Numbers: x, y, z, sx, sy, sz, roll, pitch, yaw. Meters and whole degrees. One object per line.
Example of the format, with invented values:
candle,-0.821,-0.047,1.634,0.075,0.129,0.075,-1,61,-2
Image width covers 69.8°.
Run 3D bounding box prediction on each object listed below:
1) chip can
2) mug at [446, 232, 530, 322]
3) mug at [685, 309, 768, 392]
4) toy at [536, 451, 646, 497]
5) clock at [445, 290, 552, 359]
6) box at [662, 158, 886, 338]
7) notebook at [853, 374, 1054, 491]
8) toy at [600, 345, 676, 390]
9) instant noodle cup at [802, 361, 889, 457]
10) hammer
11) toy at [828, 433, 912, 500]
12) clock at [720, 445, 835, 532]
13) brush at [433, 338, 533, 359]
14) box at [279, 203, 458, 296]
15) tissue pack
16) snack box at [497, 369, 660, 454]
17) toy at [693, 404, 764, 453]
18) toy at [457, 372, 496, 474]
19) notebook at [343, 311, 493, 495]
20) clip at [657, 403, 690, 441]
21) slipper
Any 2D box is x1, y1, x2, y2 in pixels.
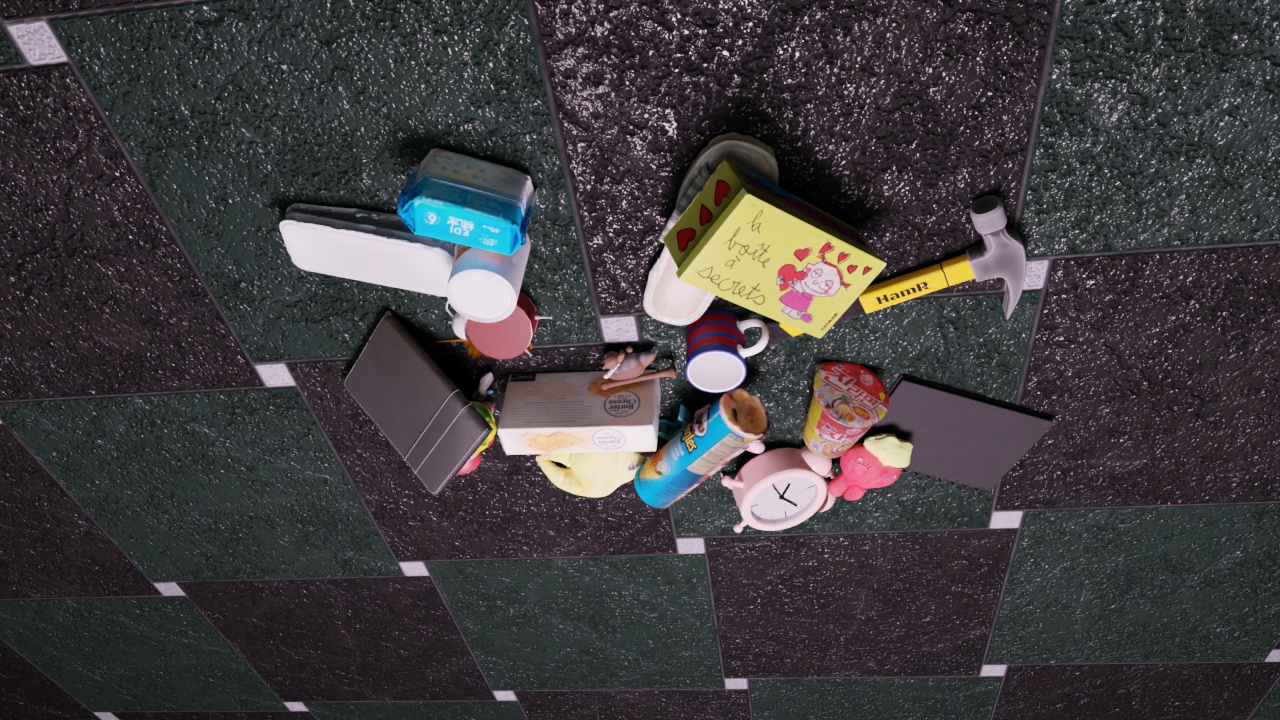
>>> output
chip can,0.079,0.123,1.236,0.079,0.079,0.230,25,138,-19
mug,-0.175,-0.108,1.061,0.082,0.105,0.082,2,134,2
mug,0.110,-0.019,1.147,0.112,0.076,0.075,-26,127,27
toy,-0.069,0.137,1.327,0.155,0.064,0.171,17,133,-5
clock,-0.182,-0.052,1.148,0.124,0.044,0.087,27,116,-8
box,0.145,-0.116,0.995,0.220,0.079,0.125,19,123,-38
notebook,0.430,0.109,1.291,0.231,0.019,0.170,15,133,-10
toy,-0.007,0.007,1.206,0.102,0.041,0.055,-12,95,4
instant noodle cup,0.265,0.075,1.222,0.100,0.100,0.113,8,142,-3
hammer,0.299,-0.078,1.110,0.325,0.034,0.170,-18,132,23
toy,0.322,0.151,1.291,0.091,0.045,0.135,30,122,-20
clock,0.204,0.182,1.352,0.160,0.086,0.131,-14,133,5
brush,-0.209,-0.024,1.210,0.126,0.017,0.048,-3,135,8
box,-0.321,-0.130,1.092,0.213,0.063,0.118,8,137,-4
tissue pack,-0.189,-0.174,1.008,0.144,0.092,0.062,14,141,-8
snack box,-0.079,0.070,1.231,0.208,0.104,0.058,-2,135,7
toy,0.122,0.105,1.292,0.064,0.047,0.110,-25,131,37
toy,-0.225,0.092,1.256,0.097,0.124,0.132,28,153,16
notebook,-0.301,0.061,1.219,0.209,0.029,0.170,50,128,9
clip,0.048,0.090,1.283,0.120,0.033,0.119,23,148,-12
slipper,0.075,-0.136,1.055,0.114,0.054,0.273,11,135,-13
